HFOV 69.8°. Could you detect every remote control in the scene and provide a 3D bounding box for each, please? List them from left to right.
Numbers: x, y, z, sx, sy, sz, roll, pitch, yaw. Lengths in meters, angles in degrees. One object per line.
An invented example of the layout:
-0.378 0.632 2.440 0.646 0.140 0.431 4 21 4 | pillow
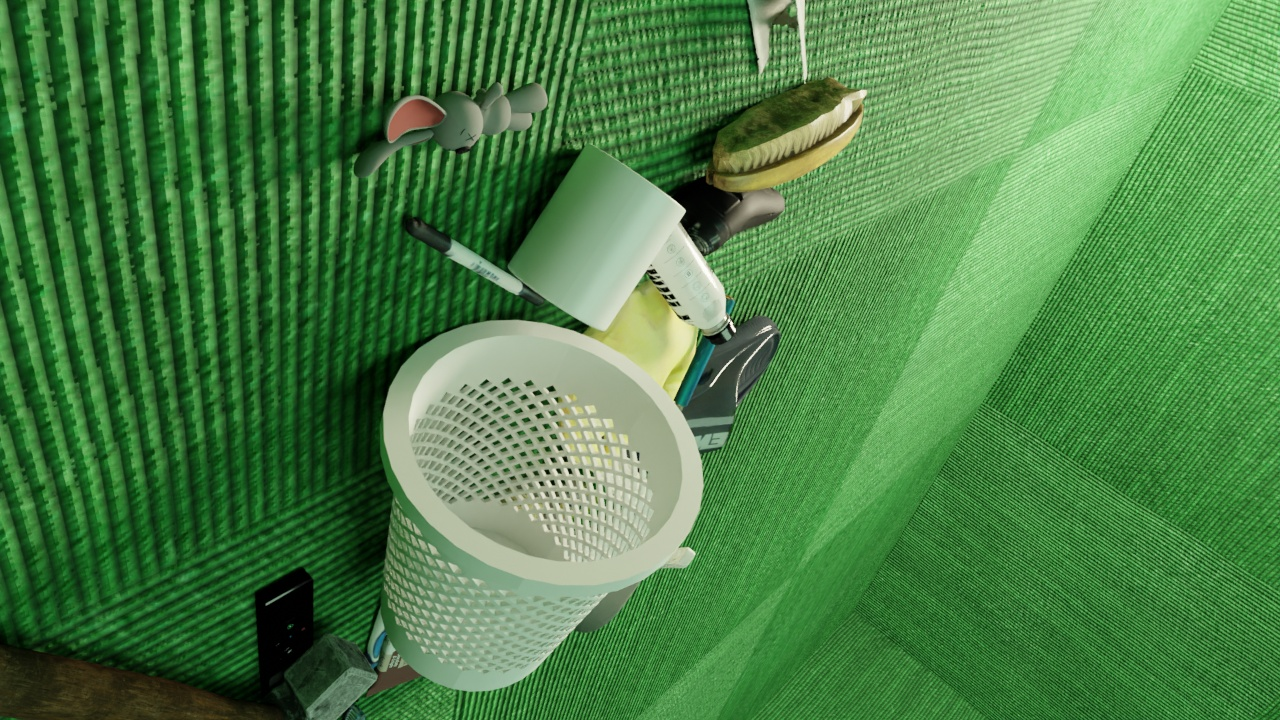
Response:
-0.245 0.201 0.634 0.034 0.013 0.150 -28 145 -42 | remote control

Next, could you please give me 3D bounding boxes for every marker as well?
-0.096 -0.057 0.555 0.011 0.011 0.152 -54 156 3 | marker

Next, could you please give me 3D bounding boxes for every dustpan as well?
-0.009 0.167 0.807 0.163 0.033 0.258 -52 -176 -19 | dustpan

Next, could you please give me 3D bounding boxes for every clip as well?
0.100 -0.239 0.628 0.052 0.058 0.102 -27 154 2 | clip

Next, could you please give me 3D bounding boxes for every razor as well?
0.046 0.012 0.760 0.022 0.042 0.144 12 109 -22 | razor
0.070 -0.115 0.726 0.151 0.054 0.067 -23 150 -57 | razor

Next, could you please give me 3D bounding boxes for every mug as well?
-0.026 -0.078 0.589 0.090 0.074 0.110 -56 -179 7 | mug

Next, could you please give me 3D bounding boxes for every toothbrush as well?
-0.212 0.238 0.734 0.016 0.017 0.189 -15 137 -51 | toothbrush

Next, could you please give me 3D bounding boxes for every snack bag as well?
-0.182 0.216 0.753 0.056 0.013 0.158 -7 130 -47 | snack bag

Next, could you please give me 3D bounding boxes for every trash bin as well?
-0.088 0.113 0.608 0.194 0.195 0.200 -27 154 -43 | trash bin

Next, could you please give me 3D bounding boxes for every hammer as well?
-0.309 0.223 0.519 0.217 0.037 0.301 -43 150 -8 | hammer

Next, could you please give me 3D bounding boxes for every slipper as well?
0.063 0.049 0.879 0.267 0.083 0.111 -32 150 -36 | slipper

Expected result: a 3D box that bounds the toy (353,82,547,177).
-0.092 -0.119 0.457 0.111 0.030 0.049 -29 175 -45 | toy

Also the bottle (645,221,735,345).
0.033 -0.058 0.671 0.041 0.041 0.116 -46 120 -14 | bottle

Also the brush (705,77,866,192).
0.117 -0.176 0.706 0.194 0.059 0.043 -34 140 -38 | brush

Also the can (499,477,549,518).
-0.108 0.137 0.754 0.079 0.038 0.038 -59 154 13 | can

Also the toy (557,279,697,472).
-0.004 0.004 0.723 0.170 0.065 0.155 -38 142 -44 | toy

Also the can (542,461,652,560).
-0.050 0.138 0.778 0.121 0.067 0.067 -51 156 16 | can
